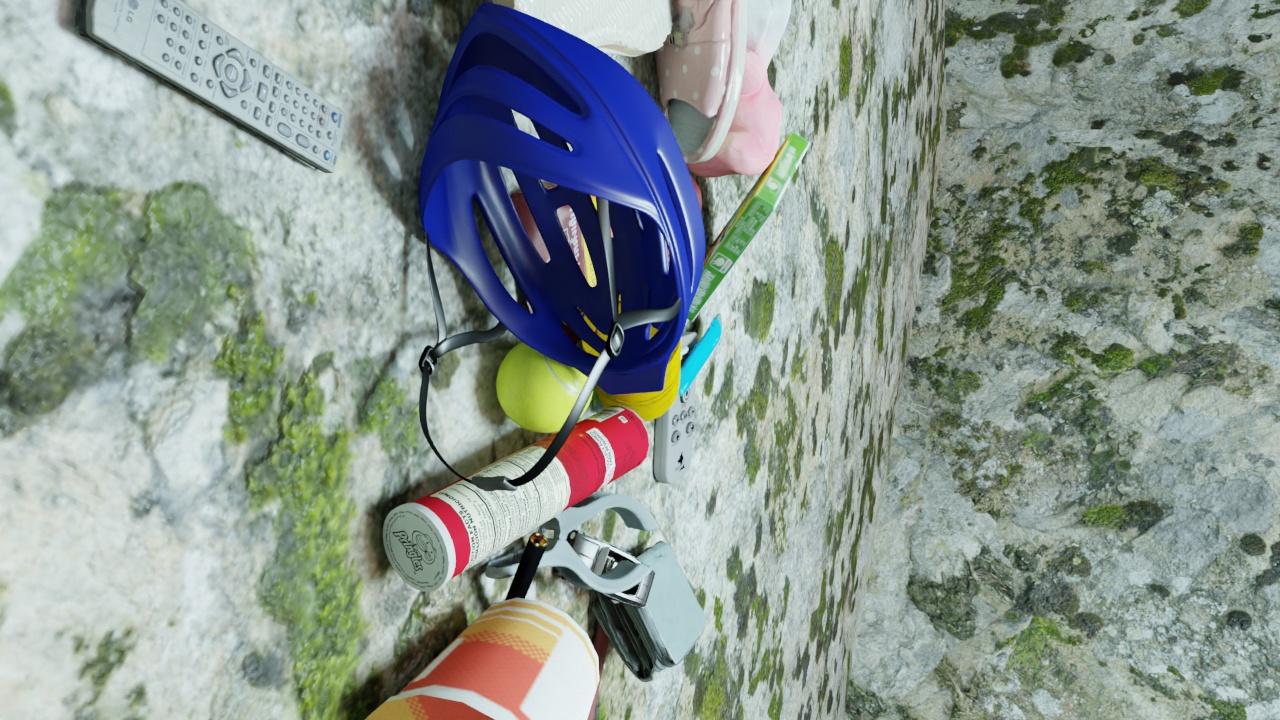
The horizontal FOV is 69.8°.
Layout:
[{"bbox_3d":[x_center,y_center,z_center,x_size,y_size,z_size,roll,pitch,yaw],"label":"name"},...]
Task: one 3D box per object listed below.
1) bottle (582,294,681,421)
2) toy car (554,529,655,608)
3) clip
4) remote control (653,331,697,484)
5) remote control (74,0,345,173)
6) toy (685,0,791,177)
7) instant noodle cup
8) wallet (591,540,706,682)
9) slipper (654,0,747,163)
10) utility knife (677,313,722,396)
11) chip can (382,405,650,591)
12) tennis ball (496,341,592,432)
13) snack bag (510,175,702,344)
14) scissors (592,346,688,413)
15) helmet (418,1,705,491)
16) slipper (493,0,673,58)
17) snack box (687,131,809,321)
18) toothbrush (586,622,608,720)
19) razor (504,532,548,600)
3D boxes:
[{"bbox_3d":[-0.004,0.004,0.707,0.164,0.071,0.071,84,19,-72],"label":"bottle"},{"bbox_3d":[-0.026,0.174,0.759,0.092,0.037,0.040,33,62,-29],"label":"toy car"},{"bbox_3d":[-0.049,0.152,0.687,0.163,0.028,0.114,22,73,-46],"label":"clip"},{"bbox_3d":[0.038,0.049,0.934,0.074,0.019,0.151,-21,115,-65],"label":"remote control"},{"bbox_3d":[-0.173,-0.119,0.389,0.136,0.013,0.033,27,71,-66],"label":"remote control"},{"bbox_3d":[0.089,-0.277,0.843,0.142,0.084,0.213,-153,-119,-72],"label":"toy"},{"bbox_3d":[-0.088,0.220,0.565,0.120,0.123,0.123,-49,140,-65],"label":"instant noodle cup"},{"bbox_3d":[0.013,0.228,0.851,0.100,0.054,0.131,66,21,7],"label":"wallet"},{"bbox_3d":[0.047,-0.303,0.760,0.054,0.114,0.275,-3,109,-25],"label":"slipper"},{"bbox_3d":[0.054,0.000,0.914,0.185,0.015,0.031,-52,135,-58],"label":"utility knife"},{"bbox_3d":[-0.070,0.082,0.602,0.214,0.052,0.052,-23,118,-55],"label":"chip can"},{"bbox_3d":[-0.065,0.016,0.620,0.065,0.065,0.065,7,90,-67],"label":"tennis ball"},{"bbox_3d":[-0.031,-0.087,0.716,0.207,0.067,0.139,-35,134,-49],"label":"snack bag"},{"bbox_3d":[0.004,0.010,0.831,0.174,0.032,0.093,-57,141,-43],"label":"scissors"},{"bbox_3d":[-0.058,-0.052,0.504,0.242,0.148,0.227,62,37,-33],"label":"helmet"},{"bbox_3d":[-0.038,-0.253,0.625,0.271,0.054,0.114,-48,136,-61],"label":"slipper"},{"bbox_3d":[0.099,-0.131,0.908,0.168,0.027,0.131,-55,-177,46],"label":"snack box"},{"bbox_3d":[-0.046,0.330,0.816,0.016,0.016,0.189,24,74,-66],"label":"toothbrush"},{"bbox_3d":[-0.085,0.166,0.633,0.042,0.022,0.145,-51,162,-50],"label":"razor"}]
